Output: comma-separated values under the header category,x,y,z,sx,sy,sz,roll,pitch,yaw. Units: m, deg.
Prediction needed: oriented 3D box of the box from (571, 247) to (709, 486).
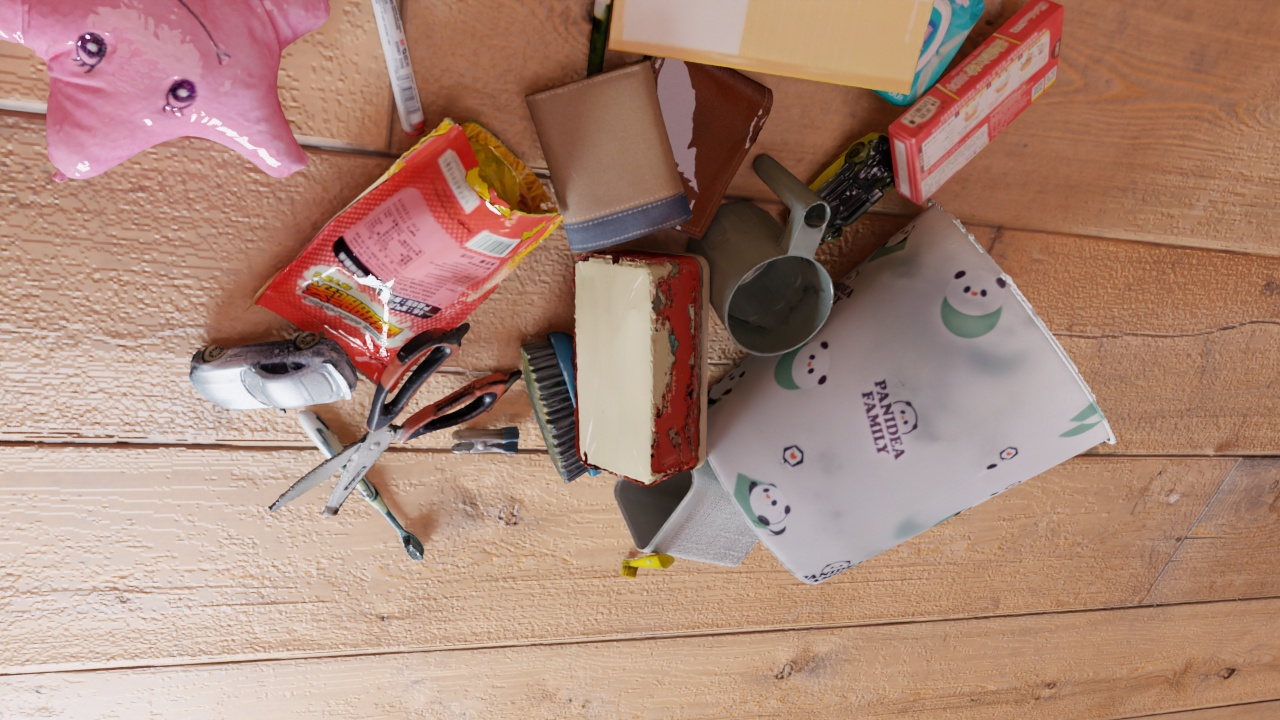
category,x,y,z,sx,sy,sz,roll,pitch,yaw
box,-0.004,0.004,0.682,0.078,0.091,0.168,-16,110,-47

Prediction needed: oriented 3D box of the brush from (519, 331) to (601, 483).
category,x,y,z,sx,sy,sz,roll,pitch,yaw
brush,-0.050,0.037,0.752,0.073,0.055,0.144,-18,126,-10

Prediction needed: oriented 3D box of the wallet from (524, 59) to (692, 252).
category,x,y,z,sx,sy,sz,roll,pitch,yaw
wallet,-0.021,-0.138,0.630,0.090,0.033,0.115,-16,116,4

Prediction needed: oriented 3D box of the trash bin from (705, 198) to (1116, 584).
category,x,y,z,sx,sy,sz,roll,pitch,yaw
trash bin,0.195,0.037,0.739,0.252,0.229,0.229,-36,127,15

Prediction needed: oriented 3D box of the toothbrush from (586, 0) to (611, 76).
category,x,y,z,sx,sy,sz,roll,pitch,yaw
toothbrush,-0.028,-0.231,0.603,0.017,0.012,0.186,2,123,-12

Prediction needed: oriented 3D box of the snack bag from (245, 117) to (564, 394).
category,x,y,z,sx,sy,sz,roll,pitch,yaw
snack bag,-0.162,-0.068,0.641,0.208,0.073,0.128,-38,127,23

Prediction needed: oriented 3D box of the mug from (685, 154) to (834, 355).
category,x,y,z,sx,sy,sz,roll,pitch,yaw
mug,0.093,-0.082,0.687,0.083,0.103,0.124,7,120,-22

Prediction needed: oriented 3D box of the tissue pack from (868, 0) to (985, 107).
category,x,y,z,sx,sy,sz,roll,pitch,yaw
tissue pack,0.161,-0.240,0.634,0.133,0.050,0.093,17,117,-27

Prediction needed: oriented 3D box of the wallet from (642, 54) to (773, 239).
category,x,y,z,sx,sy,sz,roll,pitch,yaw
wallet,0.027,-0.159,0.660,0.101,0.032,0.125,18,115,-25

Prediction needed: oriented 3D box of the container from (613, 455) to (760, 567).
category,x,y,z,sx,sy,sz,roll,pitch,yaw
container,0.054,0.126,0.828,0.114,0.090,0.090,21,115,-32

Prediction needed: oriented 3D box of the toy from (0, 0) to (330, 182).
category,x,y,z,sx,sy,sz,roll,pitch,yaw
toy,-0.275,-0.170,0.522,0.194,0.074,0.179,31,101,-32

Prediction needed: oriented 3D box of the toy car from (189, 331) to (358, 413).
category,x,y,z,sx,sy,sz,roll,pitch,yaw
toy car,-0.265,0.012,0.662,0.121,0.036,0.054,-5,138,8

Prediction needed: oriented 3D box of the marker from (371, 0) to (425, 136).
category,x,y,z,sx,sy,sz,roll,pitch,yaw
marker,-0.157,-0.211,0.572,0.017,0.017,0.145,-13,126,-10

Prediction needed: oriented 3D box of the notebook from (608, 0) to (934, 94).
category,x,y,z,sx,sy,sz,roll,pitch,yaw
notebook,0.090,-0.257,0.581,0.206,0.010,0.146,8,116,-3

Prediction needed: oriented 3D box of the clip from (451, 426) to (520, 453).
category,x,y,z,sx,sy,sz,roll,pitch,yaw
clip,-0.129,0.068,0.767,0.058,0.025,0.036,0,117,-12

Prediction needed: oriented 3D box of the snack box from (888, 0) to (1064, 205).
category,x,y,z,sx,sy,sz,roll,pitch,yaw
snack box,0.248,-0.190,0.676,0.153,0.025,0.075,-42,146,-6

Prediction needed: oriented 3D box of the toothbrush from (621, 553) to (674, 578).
category,x,y,z,sx,sy,sz,roll,pitch,yaw
toothbrush,0.004,0.184,0.817,0.015,0.016,0.190,14,164,-6

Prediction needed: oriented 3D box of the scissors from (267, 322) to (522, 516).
category,x,y,z,sx,sy,sz,roll,pitch,yaw
scissors,-0.187,0.049,0.705,0.225,0.015,0.189,-23,151,-24

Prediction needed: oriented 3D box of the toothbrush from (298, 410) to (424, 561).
category,x,y,z,sx,sy,sz,roll,pitch,yaw
toothbrush,-0.229,0.110,0.767,0.016,0.018,0.192,-26,127,-1

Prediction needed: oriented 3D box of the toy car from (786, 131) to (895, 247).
category,x,y,z,sx,sy,sz,roll,pitch,yaw
toy car,0.158,-0.134,0.718,0.048,0.032,0.105,29,119,-32
